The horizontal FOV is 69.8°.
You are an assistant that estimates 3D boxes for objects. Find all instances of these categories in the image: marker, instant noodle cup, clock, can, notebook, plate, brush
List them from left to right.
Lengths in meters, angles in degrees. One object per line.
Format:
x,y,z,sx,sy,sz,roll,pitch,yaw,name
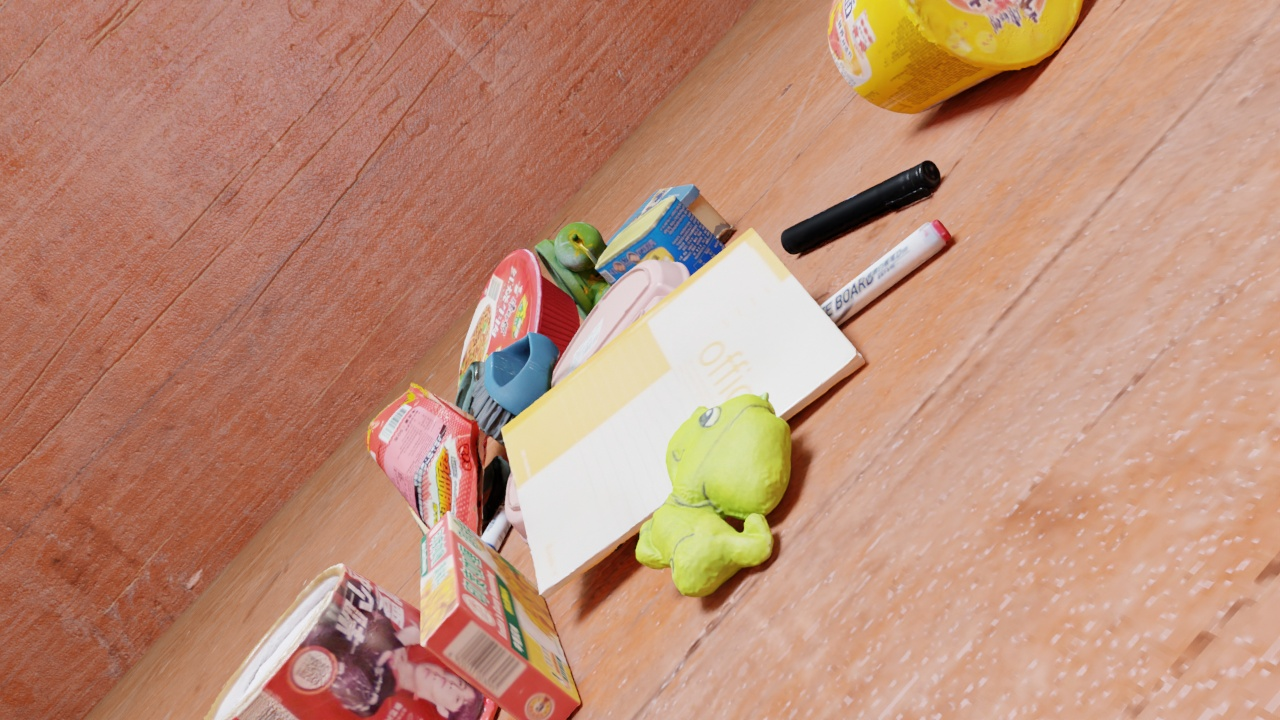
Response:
-0.157,0.185,0.501,0.138,0.108,0.137,-43,15,14,instant noodle cup
-0.099,0.106,0.737,0.017,0.017,0.145,-37,17,35,marker
-0.087,0.015,0.672,0.073,0.055,0.144,-60,13,7,brush
-0.115,-0.009,0.894,0.194,0.065,0.193,-35,47,50,instant noodle cup
-0.038,0.023,0.664,0.230,0.028,0.229,-55,15,22,plate
-0.049,-0.082,0.914,0.056,0.116,0.161,-37,11,-5,clock
0.010,0.023,0.520,0.206,0.010,0.145,-38,37,10,notebook
0.022,-0.077,0.750,0.102,0.083,0.057,-27,24,54,can
0.106,-0.027,0.505,0.145,0.017,0.017,-40,16,26,marker
0.139,-0.096,0.598,0.132,0.020,0.022,-21,58,58,marker
0.195,-0.234,0.599,0.138,0.138,0.110,-50,7,-14,instant noodle cup

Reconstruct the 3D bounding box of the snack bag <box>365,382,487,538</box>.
-0.175,0.091,0.781,0.208,0.073,0.128,20,102,59,snack bag

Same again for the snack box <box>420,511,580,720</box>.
-0.079,0.132,0.483,0.027,0.077,0.156,-47,14,-4,snack box

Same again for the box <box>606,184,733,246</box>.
0.026,-0.121,0.906,0.089,0.063,0.184,-48,12,-4,box

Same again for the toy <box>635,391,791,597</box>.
0.037,0.059,0.424,0.100,0.031,0.097,-51,35,-11,toy

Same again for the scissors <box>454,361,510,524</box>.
-0.149,0.080,0.825,0.170,0.019,0.174,-7,71,59,scissors

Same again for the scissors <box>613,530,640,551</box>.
0.021,0.034,0.588,0.182,0.015,0.209,-45,14,10,scissors
